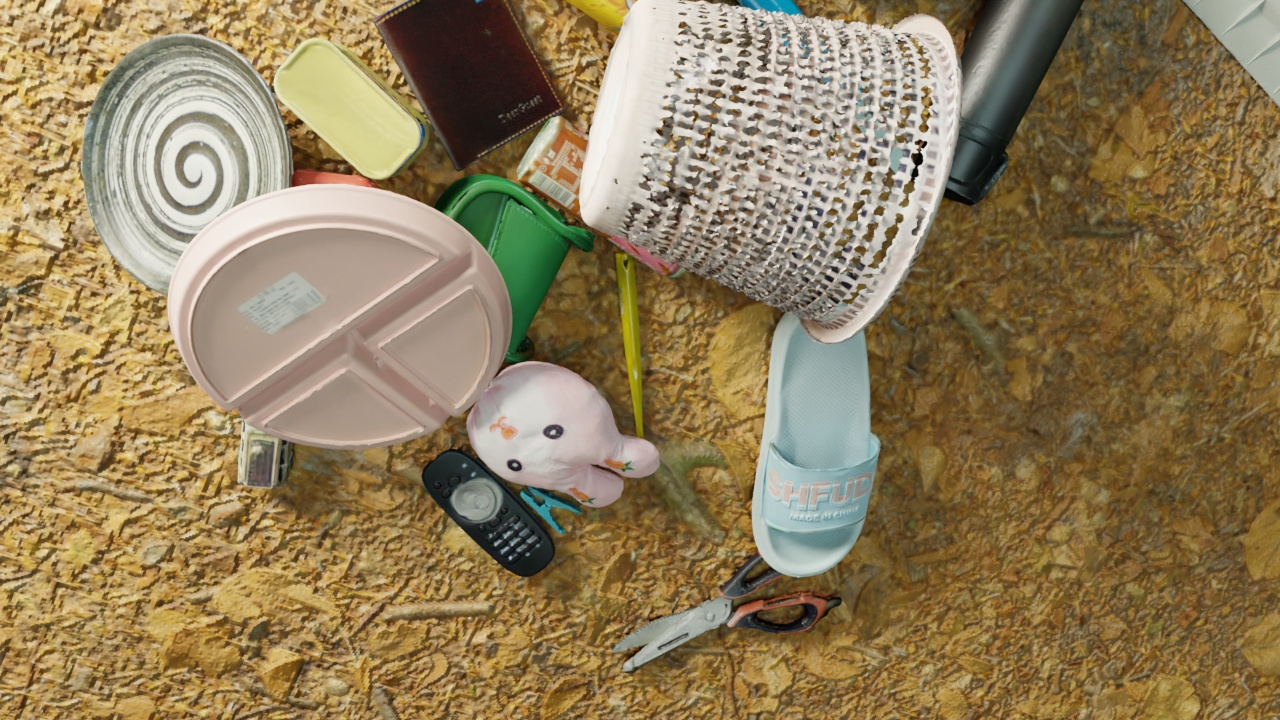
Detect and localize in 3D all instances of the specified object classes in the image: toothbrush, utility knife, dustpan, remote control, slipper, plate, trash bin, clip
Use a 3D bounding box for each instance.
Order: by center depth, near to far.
[{"bbox_3d":[0.068,-0.140,0.612,0.192,0.227,0.228,13,102,-12],"label":"trash bin"},{"bbox_3d":[-0.310,-0.132,0.633,0.180,0.024,0.179,2,97,17],"label":"plate"},{"bbox_3d":[-0.203,-0.017,0.636,0.229,0.028,0.230,-6,133,-7],"label":"plate"},{"bbox_3d":[0.145,-0.223,0.716,0.034,0.018,0.216,-44,100,-2],"label":"utility knife"},{"bbox_3d":[-0.005,0.004,0.763,0.015,0.016,0.190,-8,106,-10],"label":"toothbrush"},{"bbox_3d":[-0.126,0.126,0.768,0.053,0.024,0.136,-39,108,4],"label":"remote control"},{"bbox_3d":[0.156,0.070,0.780,0.104,0.074,0.245,-2,101,-11],"label":"slipper"},{"bbox_3d":[-0.079,0.124,0.783,0.055,0.013,0.038,37,95,-17],"label":"clip"},{"bbox_3d":[0.616,-0.370,0.786,0.222,0.142,0.258,36,125,-17],"label":"dustpan"}]

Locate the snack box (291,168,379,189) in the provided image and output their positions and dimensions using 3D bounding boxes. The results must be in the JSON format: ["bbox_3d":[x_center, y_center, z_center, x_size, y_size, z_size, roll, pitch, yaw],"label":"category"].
[{"bbox_3d":[-0.223,-0.094,0.658,0.082,0.091,0.080,5,97,-14],"label":"snack box"}]

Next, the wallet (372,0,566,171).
[{"bbox_3d":[-0.125,-0.217,0.680,0.096,0.020,0.122,-29,110,-2],"label":"wallet"}]

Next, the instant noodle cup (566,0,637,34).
[{"bbox_3d":[-0.030,-0.295,0.634,0.123,0.116,0.116,35,96,-29],"label":"instant noodle cup"}]

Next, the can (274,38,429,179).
[{"bbox_3d":[-0.199,-0.174,0.642,0.102,0.083,0.057,42,94,-18],"label":"can"}]

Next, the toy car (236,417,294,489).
[{"bbox_3d":[-0.290,0.056,0.713,0.042,0.035,0.090,8,100,-15],"label":"toy car"}]

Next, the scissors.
[{"bbox_3d":[0.085,0.236,0.843,0.204,0.015,0.203,25,99,-16],"label":"scissors"}]

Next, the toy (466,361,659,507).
[{"bbox_3d":[-0.062,0.065,0.741,0.159,0.054,0.122,33,124,-23],"label":"toy"}]

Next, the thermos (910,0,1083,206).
[{"bbox_3d":[0.301,-0.245,0.736,0.089,0.068,0.243,13,106,-43],"label":"thermos"}]

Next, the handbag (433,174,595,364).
[{"bbox_3d":[-0.112,-0.069,0.701,0.120,0.068,0.131,26,97,-25],"label":"handbag"}]

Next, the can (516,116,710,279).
[{"bbox_3d":[-0.020,-0.123,0.704,0.147,0.058,0.058,32,97,-17],"label":"can"}]
